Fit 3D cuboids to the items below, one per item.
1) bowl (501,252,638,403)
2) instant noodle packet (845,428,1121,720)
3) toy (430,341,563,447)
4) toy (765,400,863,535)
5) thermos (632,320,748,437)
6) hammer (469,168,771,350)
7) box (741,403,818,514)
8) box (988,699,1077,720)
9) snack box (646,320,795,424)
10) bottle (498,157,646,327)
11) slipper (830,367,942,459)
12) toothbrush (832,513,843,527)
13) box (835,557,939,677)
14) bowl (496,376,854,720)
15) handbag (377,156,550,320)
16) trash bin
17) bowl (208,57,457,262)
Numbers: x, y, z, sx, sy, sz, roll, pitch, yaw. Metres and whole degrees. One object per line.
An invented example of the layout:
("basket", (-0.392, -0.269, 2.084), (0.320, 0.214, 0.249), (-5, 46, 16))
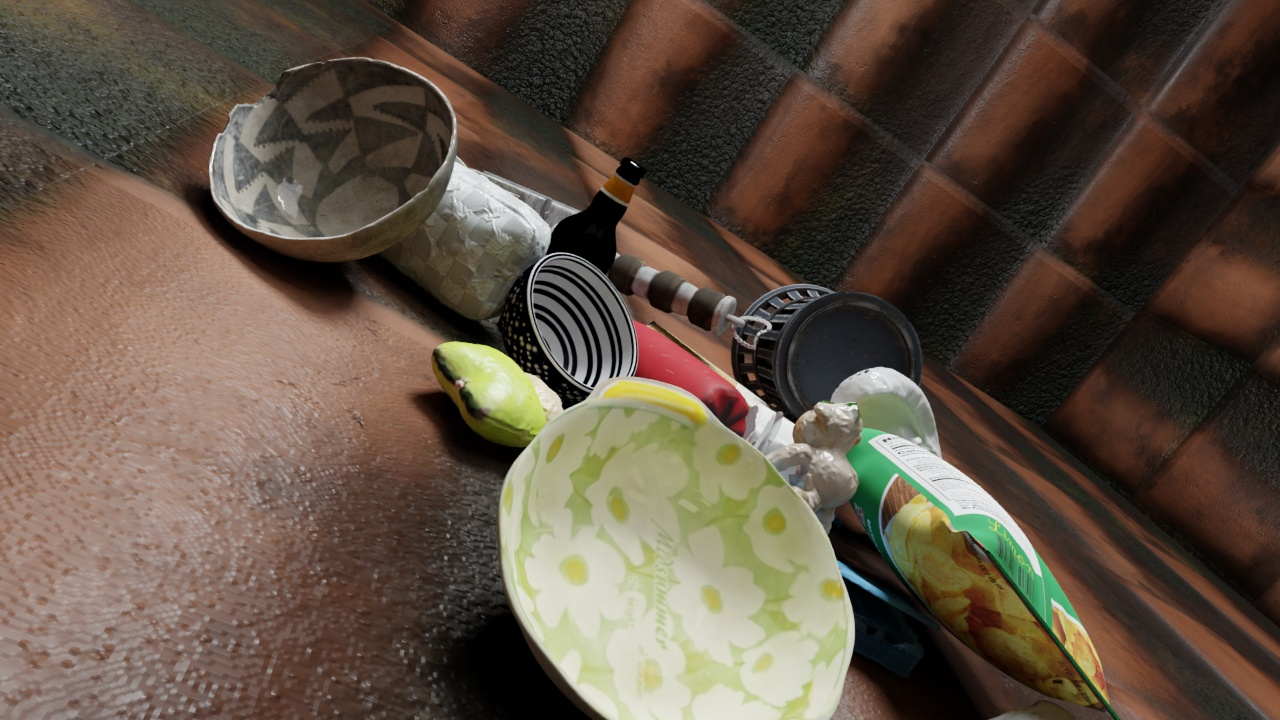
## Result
("bowl", (-0.066, -0.018, 0.732), (0.120, 0.067, 0.120), (30, 48, -39))
("instant noodle packet", (0.236, 0.145, 0.685), (0.195, 0.090, 0.252), (49, 2, -20))
("toy", (-0.086, 0.027, 0.615), (0.092, 0.046, 0.115), (46, 12, 35))
("toy", (0.118, 0.070, 0.654), (0.085, 0.106, 0.074), (32, 1, -40))
("thermos", (-0.005, 0.005, 0.804), (0.073, 0.073, 0.240), (20, 12, -43))
("hammer", (-0.020, -0.088, 0.904), (0.326, 0.079, 0.176), (25, 7, 19))
("box", (0.124, 0.093, 0.756), (0.106, 0.080, 0.150), (32, 3, -3))
("box", (0.255, 0.284, 0.514), (0.208, 0.037, 0.189), (6, 28, -41))
("snack box", (0.075, 0.047, 0.878), (0.207, 0.057, 0.056), (37, 16, 6))
("bottle", (-0.053, -0.093, 0.792), (0.059, 0.182, 0.059), (31, 15, -10))
("slipper", (0.238, 0.108, 0.850), (0.247, 0.112, 0.074), (62, -7, -32))
("toothbrush", (0.145, 0.106, 0.921), (0.016, 0.014, 0.166), (15, 25, -51))
("box", (0.101, 0.137, 0.652), (0.231, 0.052, 0.093), (31, 14, -13))
("bowl", (0.010, 0.110, 0.450), (0.188, 0.060, 0.219), (12, 47, -27))
("handbag", (-0.157, -0.111, 0.779), (0.171, 0.112, 0.123), (37, 8, 11))
("trash bin", (0.192, -0.001, 0.963), (0.164, 0.164, 0.227), (33, 2, -3))
("bowl", (-0.218, -0.135, 0.684), (0.178, 0.178, 0.081), (41, -20, 25))
